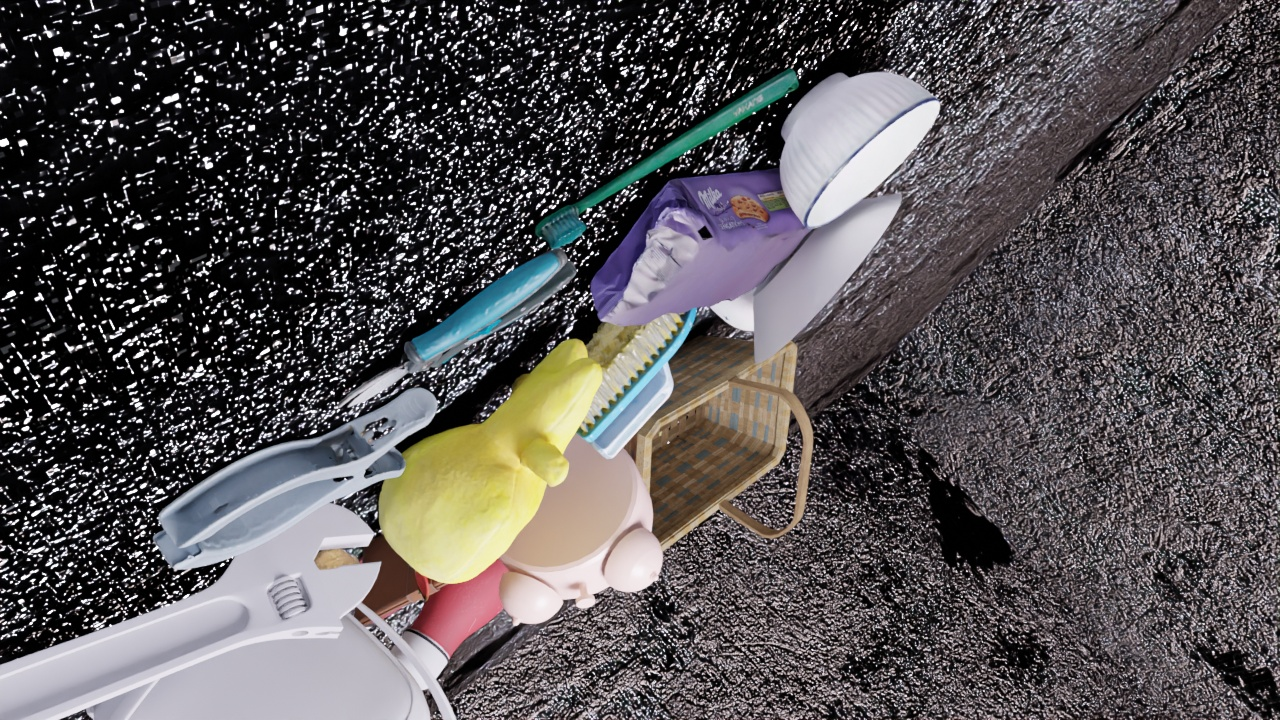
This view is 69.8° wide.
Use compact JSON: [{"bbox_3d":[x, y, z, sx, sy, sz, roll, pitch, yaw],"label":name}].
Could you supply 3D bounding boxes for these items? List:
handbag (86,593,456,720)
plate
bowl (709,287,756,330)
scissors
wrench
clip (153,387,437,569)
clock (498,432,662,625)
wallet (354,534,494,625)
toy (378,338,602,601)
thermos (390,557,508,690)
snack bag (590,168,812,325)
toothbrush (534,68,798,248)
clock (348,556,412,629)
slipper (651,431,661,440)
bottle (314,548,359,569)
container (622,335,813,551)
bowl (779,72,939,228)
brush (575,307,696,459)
[{"bbox_3d":[-0.248,0.255,0.569,0.221,0.216,0.096,-42,161,-40],"label":"handbag"},{"bbox_3d":[0.134,-0.076,0.737,0.174,0.036,0.174,-51,-178,3],"label":"plate"},{"bbox_3d":[0.124,-0.070,0.865,0.113,0.063,0.113,-38,166,-11],"label":"bowl"},{"bbox_3d":[-0.095,-0.018,0.506,0.149,0.019,0.131,-28,173,-45],"label":"scissors"},{"bbox_3d":[-0.271,0.145,0.496,0.272,0.086,0.018,-15,153,-39],"label":"wrench"},{"bbox_3d":[-0.198,0.076,0.532,0.162,0.028,0.107,-27,163,-42],"label":"clip"},{"bbox_3d":[-0.060,0.118,0.732,0.131,0.160,0.086,-19,145,3],"label":"clock"},{"bbox_3d":[-0.162,0.145,0.697,0.121,0.087,0.013,-28,124,10],"label":"wallet"},{"bbox_3d":[-0.103,0.072,0.629,0.207,0.092,0.134,-43,-158,3],"label":"toy"},{"bbox_3d":[-0.132,0.177,0.797,0.239,0.073,0.073,-54,176,-33],"label":"thermos"},{"bbox_3d":[0.051,-0.079,0.640,0.097,0.058,0.204,-48,166,33],"label":"snack bag"},{"bbox_3d":[0.020,-0.116,0.522,0.189,0.017,0.016,-36,167,-18],"label":"toothbrush"},{"bbox_3d":[-0.222,0.195,0.813,0.087,0.044,0.125,-22,158,-53],"label":"clock"},{"bbox_3d":[-0.011,0.100,1.016,0.191,0.081,0.091,-45,169,7],"label":"slipper"},{"bbox_3d":[-0.251,0.188,0.712,0.043,0.043,0.111,-25,160,-49],"label":"bottle"},{"bbox_3d":[0.079,0.080,0.888,0.249,0.186,0.158,-27,129,-44],"label":"container"},{"bbox_3d":[0.138,-0.153,0.628,0.118,0.062,0.118,-37,166,-11],"label":"bowl"},{"bbox_3d":[-0.004,0.004,0.701,0.135,0.055,0.075,-48,129,-6],"label":"brush"}]
